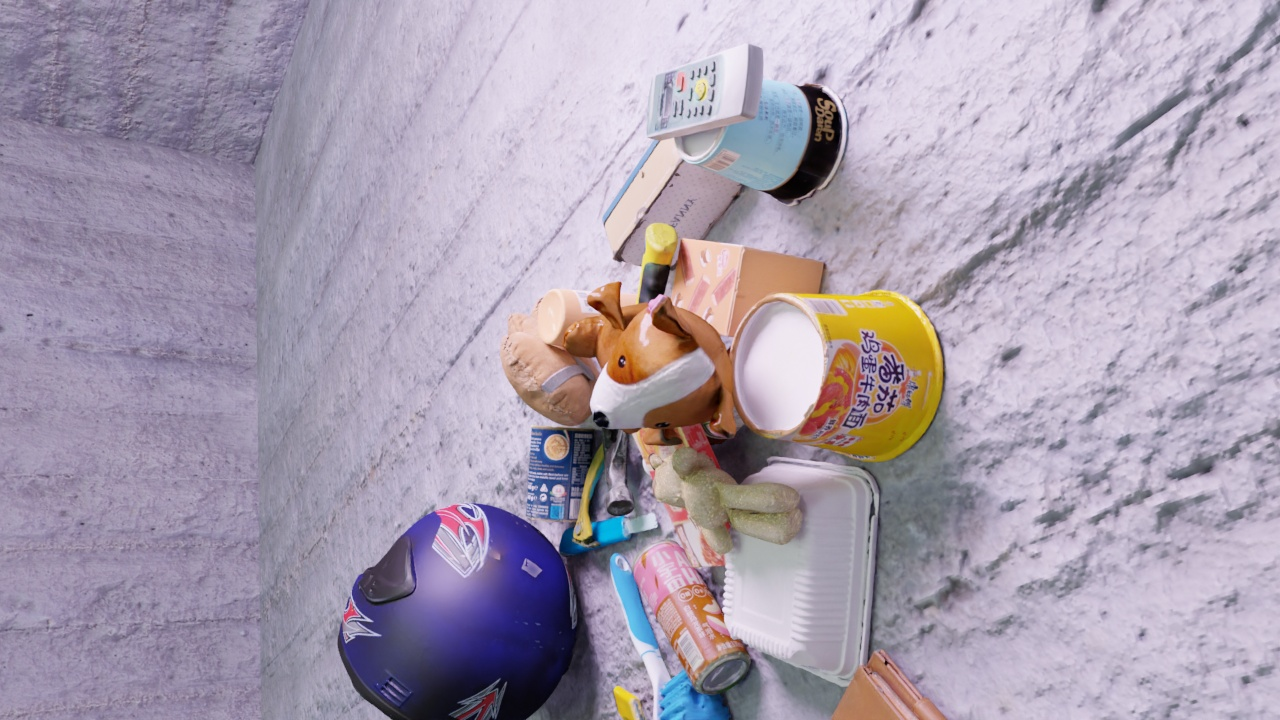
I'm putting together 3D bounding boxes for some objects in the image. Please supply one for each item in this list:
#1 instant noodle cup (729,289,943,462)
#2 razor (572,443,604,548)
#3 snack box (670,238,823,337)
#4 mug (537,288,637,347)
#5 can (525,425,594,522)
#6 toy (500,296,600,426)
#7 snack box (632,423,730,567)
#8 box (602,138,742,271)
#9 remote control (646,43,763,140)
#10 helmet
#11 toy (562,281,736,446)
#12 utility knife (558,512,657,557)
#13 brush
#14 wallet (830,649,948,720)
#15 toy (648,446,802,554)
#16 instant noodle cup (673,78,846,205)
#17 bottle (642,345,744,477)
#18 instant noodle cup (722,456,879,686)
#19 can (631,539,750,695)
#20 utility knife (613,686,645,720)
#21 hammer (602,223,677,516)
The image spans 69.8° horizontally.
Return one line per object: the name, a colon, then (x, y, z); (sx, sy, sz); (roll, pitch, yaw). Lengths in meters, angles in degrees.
instant noodle cup: (0.142, 0.009, 0.705); (0.138, 0.109, 0.138); (-11, 77, 56)
razor: (-0.050, 0.144, 1.038); (0.043, 0.028, 0.132); (3, 75, 62)
snack box: (0.091, -0.060, 0.809); (0.094, 0.092, 0.077); (18, 100, 57)
mug: (-0.043, -0.040, 0.986); (0.078, 0.122, 0.078); (-14, 72, 54)
can: (-0.095, 0.133, 1.080); (0.075, 0.075, 0.111); (-3, 83, 57)
toy: (-0.099, -0.002, 1.065); (0.082, 0.143, 0.225); (-34, 18, 10)
snack box: (0.047, 0.118, 0.852); (0.075, 0.025, 0.153); (-21, 94, 53)
box: (0.039, -0.171, 0.915); (0.185, 0.089, 0.060); (-50, 44, 37)
remote control: (0.049, -0.215, 0.744); (0.135, 0.019, 0.056); (8, 93, 57)
helmet: (-0.206, 0.288, 1.081); (0.240, 0.247, 0.316); (-57, 29, -7)
toy: (0.006, 0.007, 0.734); (0.140, 0.130, 0.200); (55, 163, -16)
utility knife: (-0.038, 0.194, 1.034); (0.199, 0.018, 0.034); (-27, 52, 52)
brush: (0.027, 0.312, 0.889); (0.110, 0.060, 0.314); (-53, 41, 44)
wallet: (0.189, 0.292, 0.659); (0.132, 0.031, 0.108); (45, 125, 49)
toy: (0.067, 0.109, 0.749); (0.157, 0.066, 0.105); (9, 134, 54)
instant noodle cup: (0.097, -0.200, 0.798); (0.111, 0.120, 0.111); (-14, 73, 55)
bottle: (0.060, 0.056, 0.874); (0.207, 0.059, 0.059); (-51, 45, 48)
instant noodle cup: (0.123, 0.169, 0.756); (0.138, 0.060, 0.173); (1, 87, 57)
can: (0.045, 0.239, 0.863); (0.147, 0.057, 0.058); (54, 129, 46)
utility knife: (-0.010, 0.345, 0.913); (0.170, 0.015, 0.033); (119, 135, -73)
hammer: (-0.005, 0.005, 0.914); (0.126, 0.032, 0.324); (-99, 15, -47)
